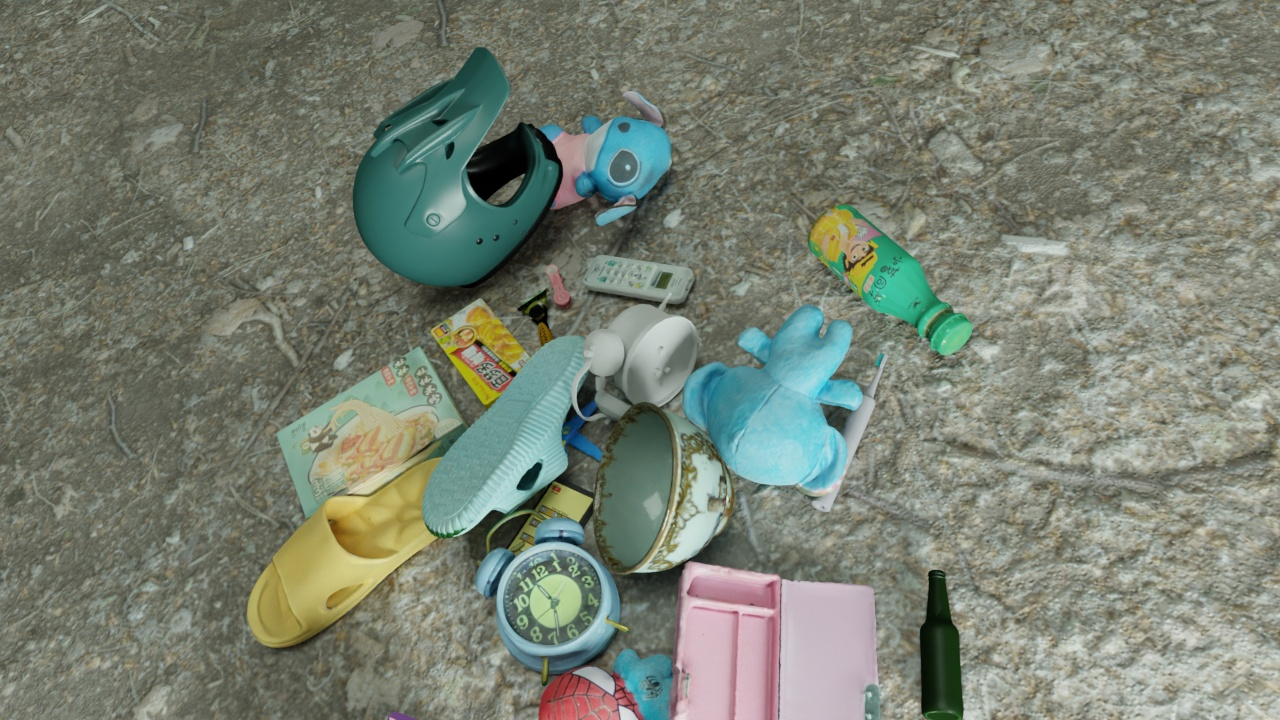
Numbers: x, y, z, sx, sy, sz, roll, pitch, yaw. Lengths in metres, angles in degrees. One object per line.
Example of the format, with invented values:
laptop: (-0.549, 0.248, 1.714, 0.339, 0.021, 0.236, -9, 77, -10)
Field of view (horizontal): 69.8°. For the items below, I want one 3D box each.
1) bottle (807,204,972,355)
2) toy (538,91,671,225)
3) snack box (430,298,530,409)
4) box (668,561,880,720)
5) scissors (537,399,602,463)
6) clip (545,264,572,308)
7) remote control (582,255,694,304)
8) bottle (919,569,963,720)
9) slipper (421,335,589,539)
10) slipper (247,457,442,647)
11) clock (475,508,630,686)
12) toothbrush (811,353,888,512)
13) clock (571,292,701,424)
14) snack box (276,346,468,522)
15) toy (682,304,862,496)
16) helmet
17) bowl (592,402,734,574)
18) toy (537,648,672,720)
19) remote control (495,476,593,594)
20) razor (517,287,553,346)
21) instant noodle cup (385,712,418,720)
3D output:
bottle: (0.265, -0.086, 0.975, 0.068, 0.068, 0.209, -32, 51, -8)
toy: (-0.056, -0.247, 1.181, 0.192, 0.099, 0.223, -3, 56, 22)
snack box: (-0.182, -0.007, 1.082, 0.075, 0.025, 0.152, -35, 52, -11)
box: (0.110, 0.290, 0.764, 0.179, 0.040, 0.232, 7, 54, 3)
scissors: (-0.081, 0.078, 0.995, 0.125, 0.013, 0.126, 31, 72, 34)
clip: (-0.100, -0.088, 1.125, 0.023, 0.045, 0.059, -23, 85, 3)
remote control: (-0.003, -0.095, 1.095, 0.133, 0.022, 0.050, 12, 58, 24)
bottle: (0.249, 0.234, 0.763, 0.033, 0.033, 0.122, -1, 53, 16)
slipper: (-0.126, 0.082, 0.960, 0.116, 0.069, 0.275, 3, 46, 41)
slipper: (-0.295, 0.182, 0.943, 0.263, 0.078, 0.099, -34, 52, -12)
clock: (-0.088, 0.212, 0.855, 0.118, 0.060, 0.162, -32, 62, -15)
toothbrush: (0.212, 0.066, 0.909, 0.019, 0.018, 0.187, 17, 61, 25)
clock: (-0.006, 0.006, 0.964, 0.158, 0.120, 0.061, -37, 47, -26)
snack box: (-0.301, 0.087, 1.037, 0.193, 0.044, 0.141, -33, 50, -7)
toy: (0.141, 0.035, 0.900, 0.183, 0.114, 0.180, 31, 89, 28)
helmet: (-0.227, -0.223, 1.104, 0.275, 0.200, 0.176, -45, 49, 8)
bowl: (0.030, 0.125, 0.860, 0.093, 0.160, 0.159, 13, 47, -25)
toy: (-0.022, 0.298, 0.784, 0.132, 0.062, 0.092, -22, 64, -19)
remote control: (-0.098, 0.182, 0.922, 0.058, 0.013, 0.133, 19, 62, 28)
razor: (-0.112, -0.025, 1.077, 0.044, 0.021, 0.144, -32, 48, 15)
instant noodle cup: (-0.220, 0.376, 0.752, 0.122, 0.122, 0.137, -30, 96, 5)
